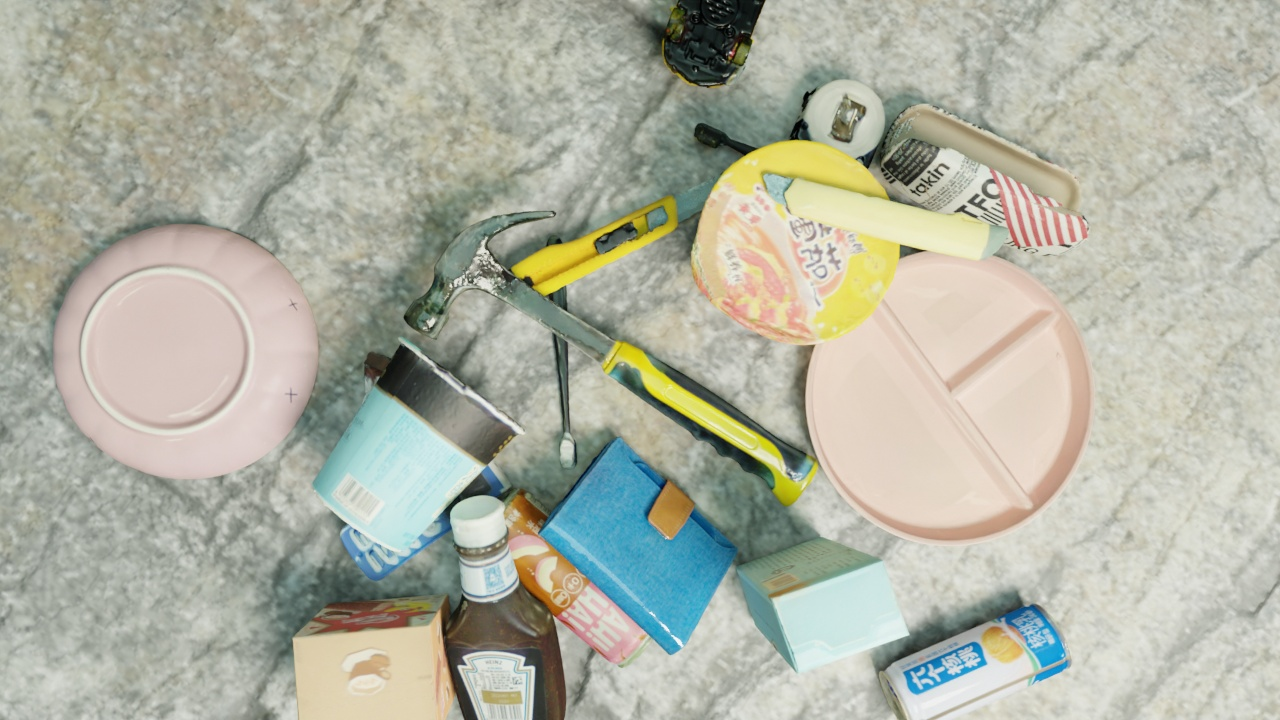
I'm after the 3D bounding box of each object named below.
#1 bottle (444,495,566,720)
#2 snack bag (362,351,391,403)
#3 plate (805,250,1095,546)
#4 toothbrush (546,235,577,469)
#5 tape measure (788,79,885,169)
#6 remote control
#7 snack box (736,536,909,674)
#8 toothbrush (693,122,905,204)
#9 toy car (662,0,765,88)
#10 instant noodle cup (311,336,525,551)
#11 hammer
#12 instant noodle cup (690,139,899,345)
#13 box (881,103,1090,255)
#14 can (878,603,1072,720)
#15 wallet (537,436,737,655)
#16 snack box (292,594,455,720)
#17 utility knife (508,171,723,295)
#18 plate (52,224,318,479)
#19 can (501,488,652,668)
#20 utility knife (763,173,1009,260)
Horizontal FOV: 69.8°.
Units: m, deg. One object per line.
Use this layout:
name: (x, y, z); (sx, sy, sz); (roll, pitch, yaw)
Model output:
bottle: (-0.100, 0.189, 0.651); (0.080, 0.044, 0.195); (-3, 112, 9)
snack bag: (-0.197, 0.049, 0.689); (0.045, 0.026, 0.105); (15, 88, -2)
plate: (0.239, 0.029, 0.717); (0.229, 0.028, 0.229); (0, 91, -5)
toothbrush: (-0.061, -0.006, 0.704); (0.015, 0.018, 0.181); (-4, 88, 4)
tape measure: (0.153, -0.182, 0.709); (0.066, 0.033, 0.066); (20, 89, -5)
remote control: (-0.162, 0.111, 0.692); (0.125, 0.024, 0.049); (-35, 91, -7)
snack box: (0.118, 0.163, 0.635); (0.074, 0.175, 0.051); (-18, 85, -3)
toothbrush: (0.139, -0.136, 0.711); (0.212, 0.027, 0.026); (23, 133, -3)
toy car: (0.063, -0.280, 0.699); (0.071, 0.041, 0.156); (20, 87, -3)
instant noodle cup: (-0.160, 0.064, 0.641); (0.111, 0.111, 0.120); (37, 82, -3)
hammer: (-0.004, 0.004, 0.683); (0.323, 0.032, 0.126); (33, 93, -9)
instant noodle cup: (0.103, -0.079, 0.667); (0.138, 0.110, 0.138); (0, 90, -4)
box: (0.265, -0.142, 0.703); (0.162, 0.076, 0.087); (22, 66, -3)
can: (0.255, 0.237, 0.704); (0.134, 0.053, 0.053); (-22, 91, -4)
wallet: (0.002, 0.133, 0.674); (0.133, 0.040, 0.106); (44, 46, -4)
snack box: (-0.186, 0.218, 0.655); (0.093, 0.094, 0.077); (-4, 90, -4)
utility knife: (-0.014, -0.097, 0.699); (0.209, 0.015, 0.033); (-28, 92, -7)
plate: (-0.339, -0.007, 0.673); (0.192, 0.039, 0.192); (0, 90, -4)
can: (-0.054, 0.161, 0.682); (0.147, 0.058, 0.058); (40, 87, -3)
utility knife: (0.162, -0.096, 0.607); (0.167, 0.018, 0.031); (14, 84, -6)
